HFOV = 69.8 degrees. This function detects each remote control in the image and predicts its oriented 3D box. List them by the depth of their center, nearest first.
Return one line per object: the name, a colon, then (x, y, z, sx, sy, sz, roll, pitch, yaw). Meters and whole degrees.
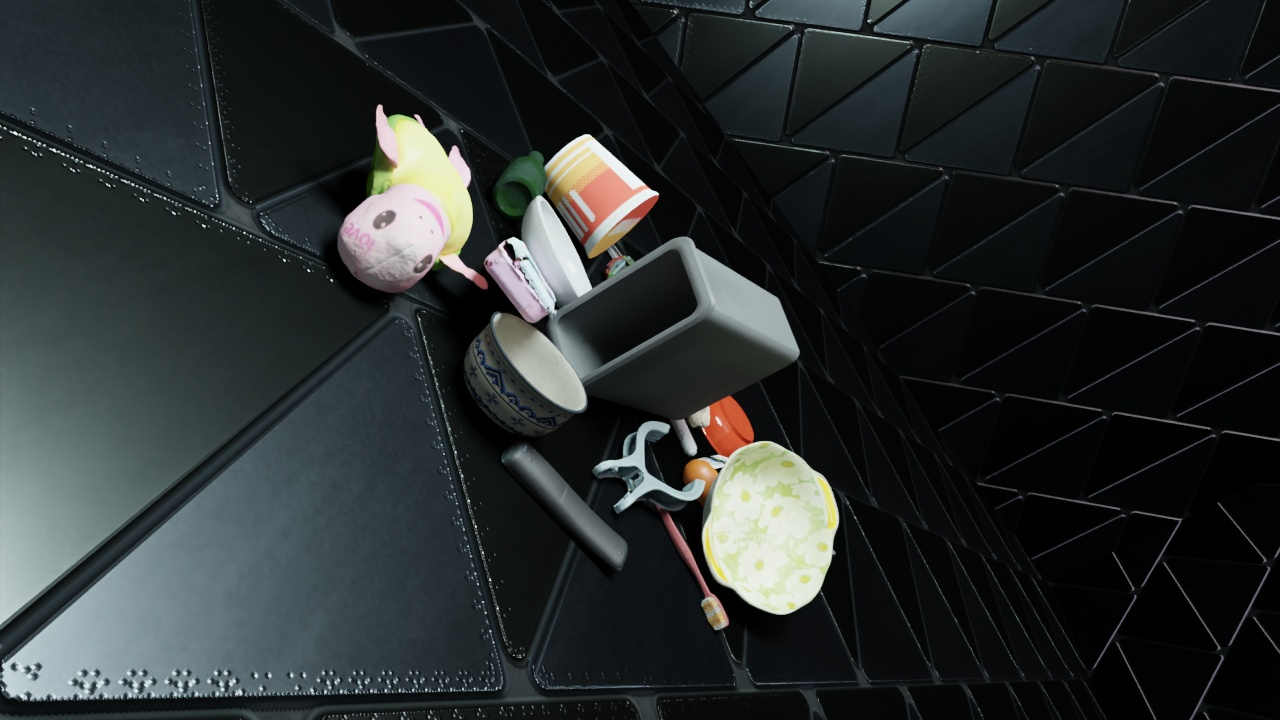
remote control: (-0.064, 0.126, 0.812, 0.152, 0.020, 0.041, 48, 23, -17)
remote control: (0.095, 0.130, 1.150, 0.028, 0.012, 0.124, 18, 3, 18)

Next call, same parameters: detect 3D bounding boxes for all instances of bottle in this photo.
bottle: (-0.141, -0.226, 1.130, 0.055, 0.055, 0.173, 48, 20, -20)

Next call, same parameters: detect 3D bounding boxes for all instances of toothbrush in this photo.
toothbrush: (0.042, 0.195, 0.960, 0.015, 0.015, 0.184, 8, 50, -60)

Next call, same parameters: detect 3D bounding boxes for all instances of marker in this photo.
marker: (0.041, 0.060, 1.153, 0.017, 0.020, 0.133, 9, 50, -51)

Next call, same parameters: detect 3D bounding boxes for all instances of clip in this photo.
clip: (0.025, 0.139, 0.956, 0.143, 0.029, 0.171, 52, 27, 4)

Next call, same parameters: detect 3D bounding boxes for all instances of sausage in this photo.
sausage: (0.108, 0.183, 1.089, 0.164, 0.039, 0.044, 50, 10, -15)

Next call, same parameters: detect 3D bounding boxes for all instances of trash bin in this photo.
trash bin: (0.041, -0.023, 1.008, 0.219, 0.192, 0.097, 20, 46, -55)

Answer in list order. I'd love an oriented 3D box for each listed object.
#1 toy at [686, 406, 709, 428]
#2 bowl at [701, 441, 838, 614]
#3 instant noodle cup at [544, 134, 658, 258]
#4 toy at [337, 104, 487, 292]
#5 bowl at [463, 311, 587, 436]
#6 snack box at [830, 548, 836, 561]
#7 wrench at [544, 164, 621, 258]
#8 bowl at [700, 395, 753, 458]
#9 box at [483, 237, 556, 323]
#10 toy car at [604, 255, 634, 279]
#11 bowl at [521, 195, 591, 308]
toy: (0.062, 0.034, 1.209, 0.092, 0.046, 0.115, 18, 50, -63)
bowl: (0.133, 0.190, 1.039, 0.218, 0.060, 0.188, -15, 87, -39)
instant noodle cup: (-0.062, -0.224, 1.226, 0.121, 0.124, 0.123, 49, 20, 2)
toy: (-0.199, -0.141, 0.818, 0.237, 0.088, 0.190, -89, 161, -50)
bowl: (-0.108, 0.019, 0.808, 0.115, 0.059, 0.115, 44, 16, -16)
snack box: (0.222, 0.225, 1.307, 0.147, 0.025, 0.080, 60, 20, 10)
wrench: (-0.049, -0.170, 1.318, 0.273, 0.010, 0.070, 53, 20, -8)
bowl: (0.121, 0.087, 1.273, 0.122, 0.035, 0.121, 46, 22, -26)
box: (-0.111, -0.079, 0.889, 0.086, 0.044, 0.202, 55, -2, -9)
toy car: (-0.013, -0.103, 1.250, 0.091, 0.042, 0.036, 50, -9, -35)
bowl: (-0.100, -0.110, 1.040, 0.149, 0.043, 0.149, -24, 89, -83)
